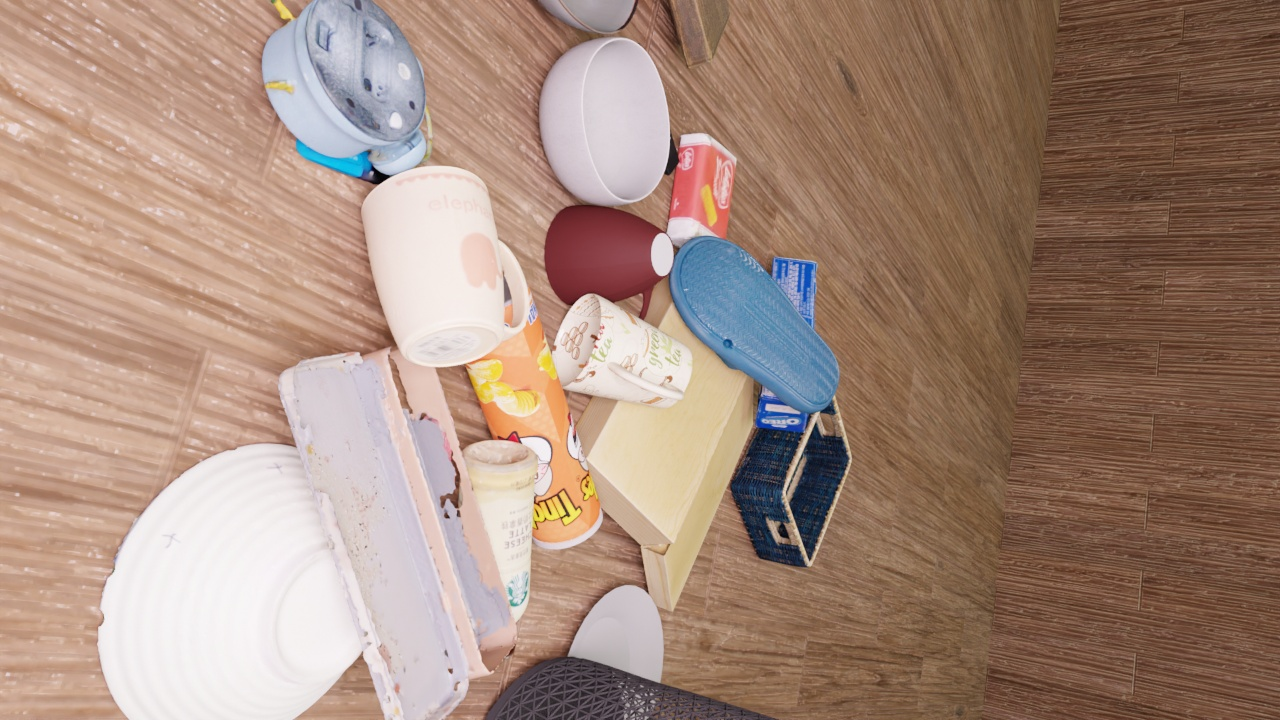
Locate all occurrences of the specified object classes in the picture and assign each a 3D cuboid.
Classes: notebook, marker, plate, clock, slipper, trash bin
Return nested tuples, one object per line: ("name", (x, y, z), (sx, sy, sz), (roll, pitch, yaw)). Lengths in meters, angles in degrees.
("notebook", (0.033, -0.387, 0.834), (0.189, 0.034, 0.216), (-70, 147, -52))
("marker", (-0.169, -0.123, 0.599), (0.122, 0.015, 0.018), (12, 78, -57))
("plate", (-0.032, 0.295, 0.850), (0.172, 0.019, 0.173), (-8, 99, -57))
("clock", (-0.167, -0.162, 0.551), (0.124, 0.052, 0.088), (23, 58, -55))
("slipper", (0.106, -0.027, 0.883), (0.213, 0.059, 0.103), (43, 60, -14))
("trash bin", (0.007, 0.340, 0.679), (0.216, 0.244, 0.217), (-10, 104, -45))

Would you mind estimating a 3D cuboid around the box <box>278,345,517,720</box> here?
("box", (-0.138, 0.097, 0.554), (0.148, 0.043, 0.216), (-37, 110, -84))

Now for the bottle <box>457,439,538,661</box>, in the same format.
("bottle", (-0.107, 0.142, 0.671), (0.056, 0.057, 0.162), (-20, 120, -55))

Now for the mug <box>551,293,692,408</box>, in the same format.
("mug", (-0.004, 0.004, 0.744), (0.097, 0.122, 0.081), (21, 97, -28))

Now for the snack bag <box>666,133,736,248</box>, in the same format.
("snack bag", (0.063, -0.167, 0.942), (0.077, 0.036, 0.115), (21, 75, -56))

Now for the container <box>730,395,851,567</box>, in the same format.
("container", (0.190, 0.138, 1.135), (0.186, 0.071, 0.145), (-57, 137, -38))

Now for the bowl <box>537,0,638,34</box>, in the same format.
("bowl", (-0.060, -0.325, 0.714), (0.150, 0.057, 0.150), (-3, 94, -57))

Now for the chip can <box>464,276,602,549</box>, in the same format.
("chip can", (-0.085, 0.044, 0.702), (0.062, 0.062, 0.210), (-47, 130, -45))

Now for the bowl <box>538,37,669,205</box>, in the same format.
("bowl", (-0.036, -0.194, 0.756), (0.131, 0.064, 0.132), (-8, 99, -57))

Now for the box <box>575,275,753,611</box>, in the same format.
("box", (0.044, 0.078, 0.904), (0.246, 0.097, 0.261), (-61, 145, -33))

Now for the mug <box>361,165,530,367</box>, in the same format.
("mug", (-0.116, -0.052, 0.586), (0.111, 0.085, 0.104), (13, 56, -49))

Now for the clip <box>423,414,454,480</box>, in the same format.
("clip", (-0.148, 0.065, 0.649), (0.022, 0.035, 0.057), (20, 71, -53))

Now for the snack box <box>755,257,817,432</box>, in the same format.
("snack box", (0.166, -0.023, 1.035), (0.059, 0.059, 0.225), (94, 6, -46))

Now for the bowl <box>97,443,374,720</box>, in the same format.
("bowl", (-0.200, 0.139, 0.523), (0.177, 0.071, 0.177), (-8, 99, -58))

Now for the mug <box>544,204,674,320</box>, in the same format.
("mug", (-0.016, -0.076, 0.775), (0.086, 0.088, 0.114), (-47, 131, -45))

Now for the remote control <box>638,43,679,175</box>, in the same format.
("remote control", (0.010, -0.236, 0.875), (0.039, 0.010, 0.125), (-58, 138, -37))
